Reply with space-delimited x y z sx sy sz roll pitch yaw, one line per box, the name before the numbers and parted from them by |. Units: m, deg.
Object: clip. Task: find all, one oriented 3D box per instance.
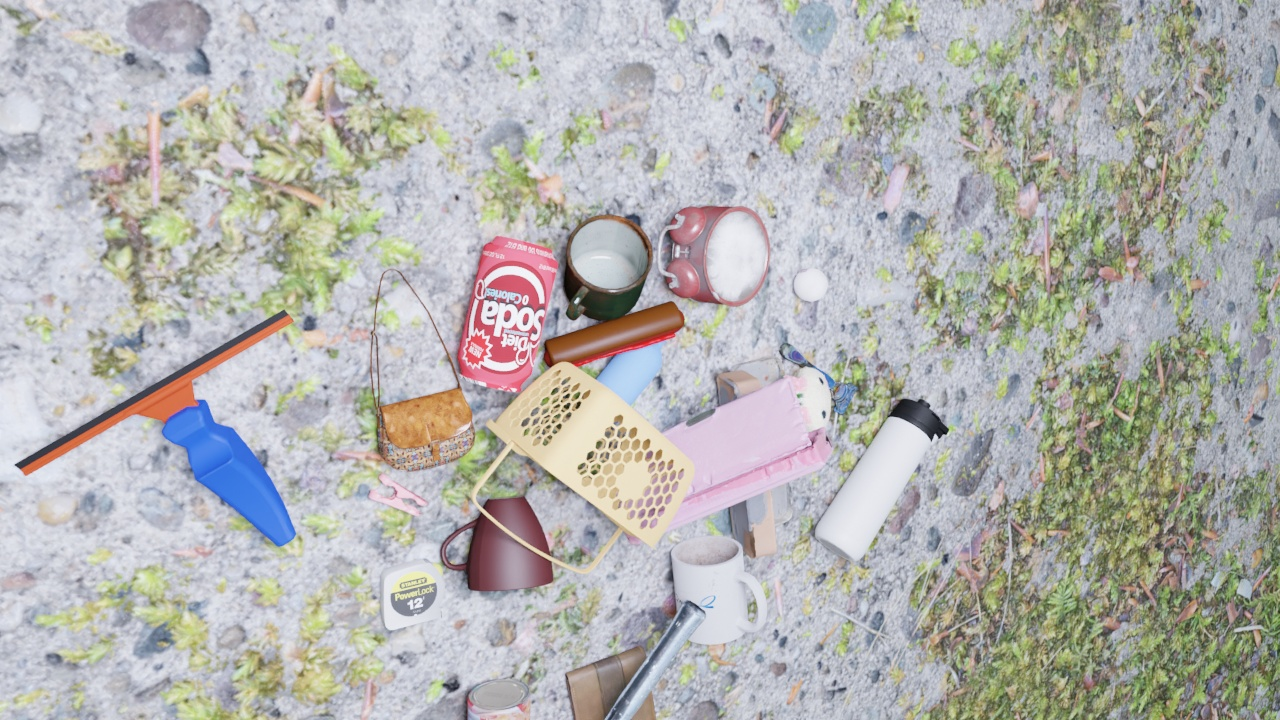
clip | -0.241 0.137 0.901 0.044 0.023 0.060 -40 114 -13

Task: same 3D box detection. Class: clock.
clock | 0.071 -0.116 1.005 0.156 0.062 0.110 -1 100 -43

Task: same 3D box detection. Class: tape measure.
tape measure | -0.230 0.236 0.927 0.064 0.017 0.065 -8 103 -29

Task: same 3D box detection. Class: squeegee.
squeegee | -0.364 0.090 0.802 0.249 0.055 0.185 -31 114 -3

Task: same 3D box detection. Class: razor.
razor | 0.222 0.020 1.147 0.141 0.018 0.044 35 82 -30

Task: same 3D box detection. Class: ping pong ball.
ping pong ball | 0.204 -0.091 1.103 0.040 0.040 0.040 -6 102 -29

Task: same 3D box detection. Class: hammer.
hammer | -0.029 0.407 1.012 0.326 0.036 0.140 -54 149 -5

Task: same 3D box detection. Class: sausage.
sausage | -0.027 -0.024 0.961 0.155 0.040 0.040 -18 108 -10

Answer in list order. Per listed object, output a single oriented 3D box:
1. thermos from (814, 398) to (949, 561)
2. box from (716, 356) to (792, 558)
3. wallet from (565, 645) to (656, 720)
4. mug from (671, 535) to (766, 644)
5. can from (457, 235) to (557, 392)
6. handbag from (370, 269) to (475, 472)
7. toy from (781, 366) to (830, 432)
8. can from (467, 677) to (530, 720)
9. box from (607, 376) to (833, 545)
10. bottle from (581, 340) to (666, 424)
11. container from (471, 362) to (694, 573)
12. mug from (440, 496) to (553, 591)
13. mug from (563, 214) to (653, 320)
thermos | 0.322 0.158 1.205 0.229 0.068 0.101 -54 132 -11
box | 0.148 0.112 1.084 0.095 0.115 0.217 -9 104 -7
wallet | -0.032 0.401 1.068 0.098 0.027 0.121 -14 107 -22
mug | 0.095 0.268 1.061 0.082 0.120 0.096 -20 109 -44
can | -0.131 -0.046 0.898 0.074 0.074 0.142 13 93 -31
handbag | -0.216 0.008 0.884 0.093 0.043 0.196 -14 102 -29
toy | 0.205 0.052 1.109 0.112 0.050 0.087 20 64 -44
can | -0.150 0.409 0.976 0.066 0.067 0.124 -4 101 -29
box | 0.078 0.102 0.982 0.107 0.233 0.099 65 22 3
bottle | -0.006 0.006 0.995 0.048 0.048 0.131 46 76 -28
container | -0.058 0.118 0.901 0.167 0.129 0.183 -51 129 -7
mug | -0.148 0.186 0.939 0.114 0.087 0.088 -4 84 2
mug | -0.042 -0.080 0.921 0.085 0.081 0.110 34 69 5
